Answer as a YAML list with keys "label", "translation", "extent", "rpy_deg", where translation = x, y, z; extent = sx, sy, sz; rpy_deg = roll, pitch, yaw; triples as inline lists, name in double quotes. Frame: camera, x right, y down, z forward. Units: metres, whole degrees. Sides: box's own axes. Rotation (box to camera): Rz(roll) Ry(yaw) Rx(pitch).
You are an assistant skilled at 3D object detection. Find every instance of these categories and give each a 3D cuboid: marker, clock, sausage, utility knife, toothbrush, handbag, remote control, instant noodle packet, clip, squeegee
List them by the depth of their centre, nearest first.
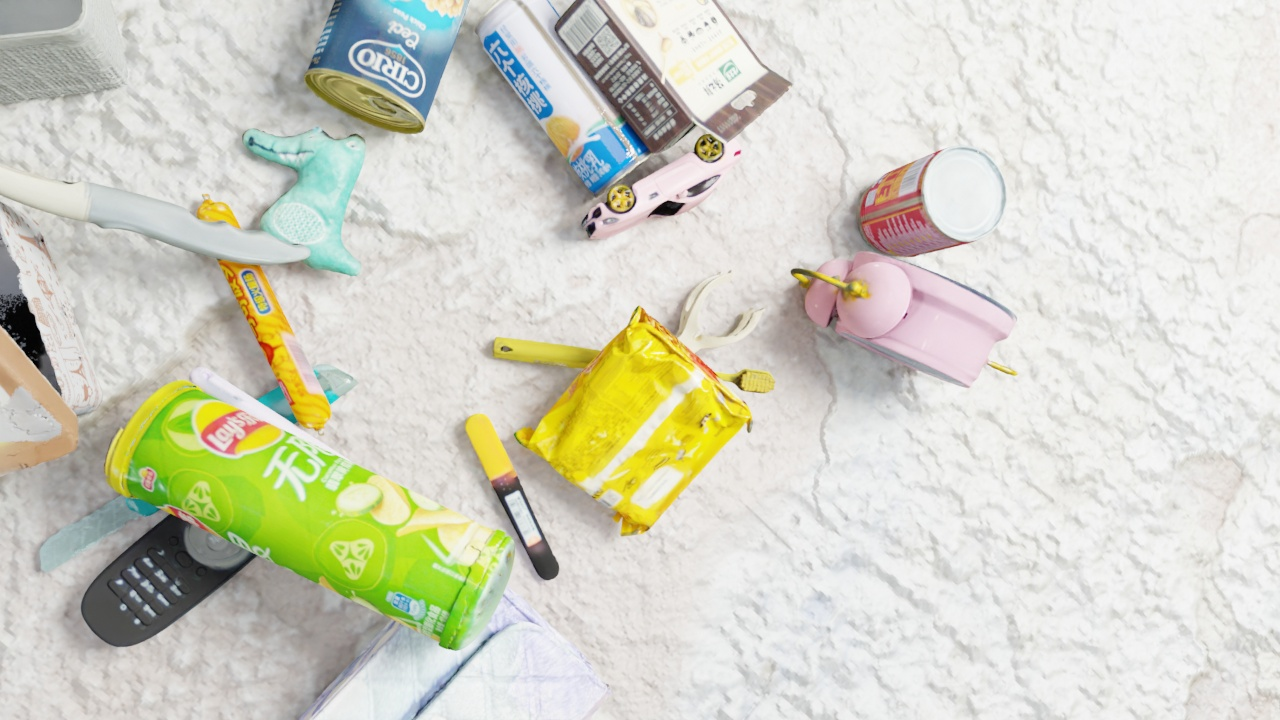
- label: "squeegee"
  translation: [-0.299, -0.093, 0.486]
  extent: [0.246, 0.247, 0.039]
  rpy_deg: [24, 90, -35]
- label: "remote control"
  translation: [-0.268, 0.114, 0.553]
  extent: [0.136, 0.024, 0.053]
  rpy_deg: [-40, 96, -15]
- label: "utility knife"
  translation: [-0.268, 0.063, 0.560]
  extent: [0.207, 0.013, 0.029]
  rpy_deg: [-35, 96, -14]
- label: "sausage"
  translation: [-0.231, -0.028, 0.562]
  extent: [0.021, 0.021, 0.165]
  rpy_deg: [-27, 89, -15]
- label: "handbag"
  translation: [-0.127, 0.232, 0.563]
  extent: [0.134, 0.076, 0.193]
  rpy_deg: [44, 79, -8]
- label: "toothbrush"
  translation: [-0.195, 0.062, 0.569]
  extent: [0.189, 0.021, 0.029]
  rpy_deg: [39, 41, -16]
- label: "instant noodle packet"
  translation: [-0.004, 0.043, 0.598]
  extent: [0.111, 0.044, 0.129]
  rpy_deg: [41, 109, -9]
- label: "marker"
  translation: [-0.085, 0.091, 0.611]
  extent: [0.018, 0.015, 0.124]
  rpy_deg: [-26, 98, -13]
- label: "toothbrush"
  translation: [-0.004, 0.004, 0.612]
  extent: [0.190, 0.016, 0.016]
  rpy_deg: [8, 95, -2]
- label: "clock"
  translation: [0.177, -0.034, 0.635]
  extent: [0.158, 0.117, 0.060]
  rpy_deg: [24, 93, -15]
- label: "clip"
  translation: [0.048, -0.010, 0.640]
  extent: [0.083, 0.035, 0.104]
  rpy_deg: [31, 85, -12]

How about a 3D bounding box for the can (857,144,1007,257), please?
- label: "can"
  translation: [0.204, -0.110, 0.653]
  extent: [0.066, 0.094, 0.066]
  rpy_deg: [1, 88, -16]

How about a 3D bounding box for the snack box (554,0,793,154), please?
- label: "snack box"
  translation: [0.025, -0.199, 0.603]
  extent: [0.125, 0.053, 0.113]
  rpy_deg: [51, 46, -9]

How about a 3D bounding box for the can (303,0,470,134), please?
- label: "can"
  translation: [-0.152, -0.208, 0.567]
  extent: [0.075, 0.075, 0.111]
  rpy_deg: [20, 83, -14]

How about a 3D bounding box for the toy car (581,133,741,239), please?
- label: "toy car"
  translation: [0.016, -0.114, 0.622]
  extent: [0.122, 0.056, 0.037]
  rpy_deg: [-31, 90, -14]

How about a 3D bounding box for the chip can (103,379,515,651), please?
- label: "chip can"
  translation: [-0.179, 0.088, 0.516]
  extent: [0.221, 0.072, 0.072]
  rpy_deg: [25, 82, 1]

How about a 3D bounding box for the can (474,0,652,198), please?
- label: "can"
  translation: [-0.049, -0.177, 0.606]
  extent: [0.053, 0.053, 0.134]
  rpy_deg: [-39, 99, -13]

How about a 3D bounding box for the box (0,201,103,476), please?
- label: "box"
  translation: [-0.392, 0.006, 0.442]
  extent: [0.182, 0.178, 0.153]
  rpy_deg: [-20, 93, -16]

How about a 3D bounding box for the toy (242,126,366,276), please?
- label: "toy"
  translation: [-0.208, -0.107, 0.575]
  extent: [0.096, 0.030, 0.091]
  rpy_deg: [20, 79, -7]

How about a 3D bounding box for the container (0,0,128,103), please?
- label: "container"
  translation: [-0.339, -0.196, 0.495]
  extent: [0.090, 0.114, 0.090]
  rpy_deg: [-12, 92, -16]
